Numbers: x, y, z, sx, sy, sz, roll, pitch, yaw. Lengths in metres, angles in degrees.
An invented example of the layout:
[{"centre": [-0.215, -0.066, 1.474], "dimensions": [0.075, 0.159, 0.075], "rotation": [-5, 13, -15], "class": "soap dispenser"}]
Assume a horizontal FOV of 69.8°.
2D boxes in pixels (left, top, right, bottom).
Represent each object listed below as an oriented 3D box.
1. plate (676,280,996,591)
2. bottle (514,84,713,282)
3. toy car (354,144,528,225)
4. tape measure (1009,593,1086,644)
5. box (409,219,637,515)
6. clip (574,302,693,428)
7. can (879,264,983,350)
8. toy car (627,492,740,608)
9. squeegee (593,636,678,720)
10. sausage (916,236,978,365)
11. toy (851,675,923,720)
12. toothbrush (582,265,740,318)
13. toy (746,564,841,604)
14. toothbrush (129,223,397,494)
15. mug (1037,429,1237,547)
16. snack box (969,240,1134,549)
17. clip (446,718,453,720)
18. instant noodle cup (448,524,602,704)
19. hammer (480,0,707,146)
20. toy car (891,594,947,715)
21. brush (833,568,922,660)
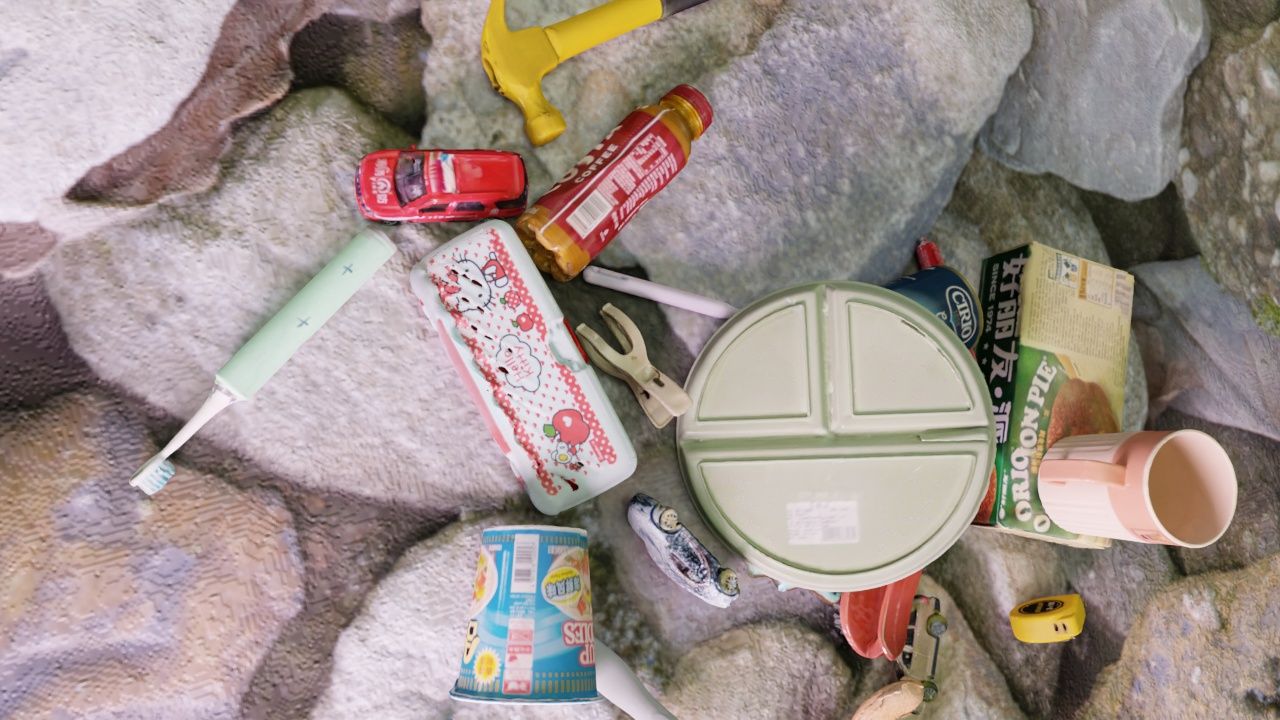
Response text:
[{"centre": [0.138, 0.055, 0.664], "dimensions": [0.230, 0.027, 0.230], "rotation": [0, 89, 11], "class": "plate"}, {"centre": [-0.015, -0.135, 0.673], "dimensions": [0.057, 0.057, 0.174], "rotation": [46, 72, -9], "class": "bottle"}, {"centre": [-0.136, -0.124, 0.638], "dimensions": [0.120, 0.045, 0.053], "rotation": [-7, 84, -18], "class": "toy car"}, {"centre": [0.336, 0.216, 0.754], "dimensions": [0.059, 0.057, 0.029], "rotation": [-8, 82, -60], "class": "tape measure"}, {"centre": [-0.080, 0.006, 0.630], "dimensions": [0.090, 0.068, 0.201], "rotation": [-30, 95, -19], "class": "box"}, {"centre": [-0.005, 0.005, 0.675], "dimensions": [0.034, 0.064, 0.098], "rotation": [-42, 91, -20], "class": "clip"}, {"centre": [0.202, -0.024, 0.726], "dimensions": [0.111, 0.075, 0.075], "rotation": [-20, 90, -20], "class": "can"}, {"centre": [0.028, 0.139, 0.662], "dimensions": [0.105, 0.049, 0.031], "rotation": [48, 68, -7], "class": "toy car"}, {"centre": [0.034, 0.277, 0.653], "dimensions": [0.246, 0.039, 0.246], "rotation": [47, 72, -8], "class": "squeegee"}, {"centre": [0.261, -0.032, 0.769], "dimensions": [0.020, 0.020, 0.155], "rotation": [-12, 80, -20], "class": "sausage"}, {"centre": [0.148, 0.327, 0.646], "dimensions": [0.143, 0.083, 0.226], "rotation": [31, 80, -48], "class": "toy"}, {"centre": [0.045, -0.041, 0.705], "dimensions": [0.189, 0.021, 0.029], "rotation": [16, 41, -15], "class": "toothbrush"}, {"centre": [0.123, 0.138, 0.702], "dimensions": [0.096, 0.030, 0.091], "rotation": [37, 76, 5], "class": "toy"}, {"centre": [-0.243, -0.005, 0.596], "dimensions": [0.224, 0.026, 0.027], "rotation": [-50, 122, -17], "class": "toothbrush"}, {"centre": [0.351, 0.091, 0.680], "dimensions": [0.114, 0.106, 0.081], "rotation": [11, 81, -18], "class": "mug"}, {"centre": [0.343, 0.030, 0.776], "dimensions": [0.114, 0.063, 0.240], "rotation": [13, 80, -17], "class": "snack box"}, {"centre": [-0.144, 0.262, 0.607], "dimensions": [0.056, 0.014, 0.041], "rotation": [-28, 93, -21], "class": "clip"}, {"centre": [-0.072, 0.165, 0.605], "dimensions": [0.099, 0.099, 0.109], "rotation": [7, 75, -18], "class": "instant noodle cup"}, {"centre": [0.011, -0.280, 0.713], "dimensions": [0.300, 0.033, 0.129], "rotation": [-30, 95, -20], "class": "hammer"}, {"centre": [0.215, 0.230, 0.720], "dimensions": [0.035, 0.042, 0.090], "rotation": [10, 75, 4], "class": "toy car"}, {"centre": [0.188, 0.155, 0.704], "dimensions": [0.063, 0.069, 0.145], "rotation": [16, 79, -16], "class": "brush"}]
